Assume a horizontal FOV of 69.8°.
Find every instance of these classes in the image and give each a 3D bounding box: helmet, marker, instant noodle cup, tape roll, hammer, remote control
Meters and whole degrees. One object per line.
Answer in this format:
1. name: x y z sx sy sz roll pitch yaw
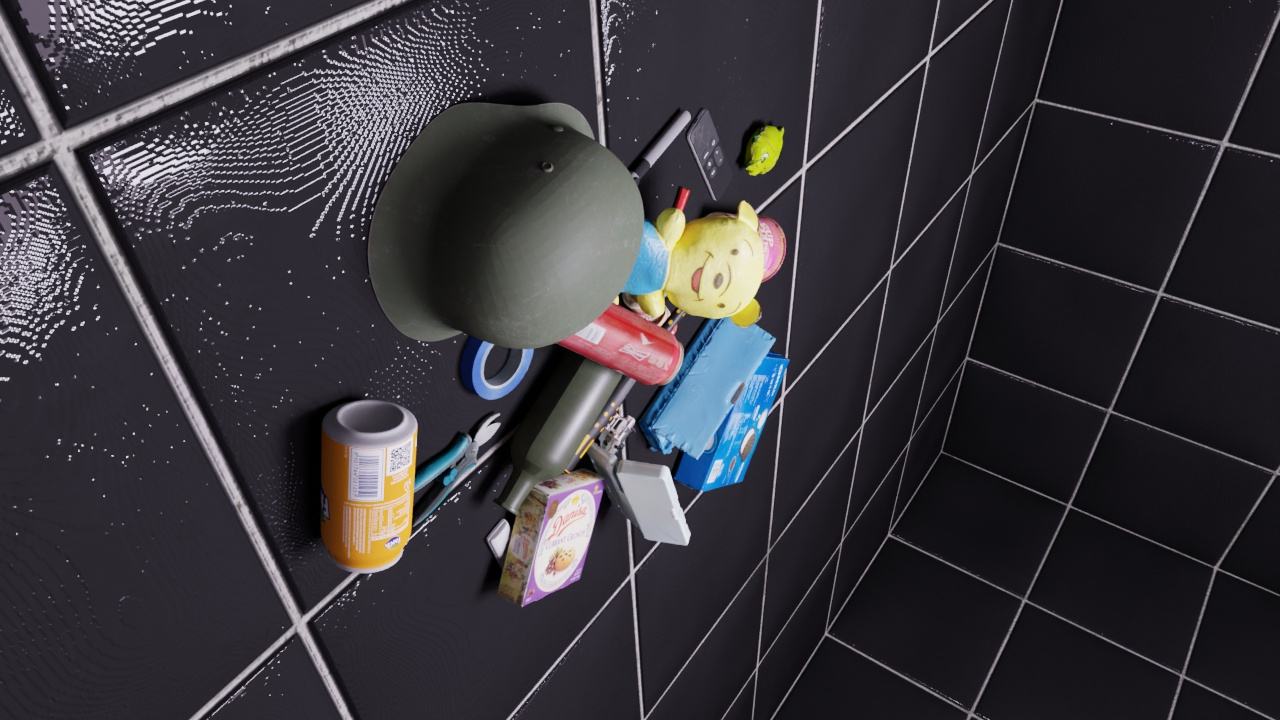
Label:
1. helmet: -0.088 -0.110 0.824 0.267 0.154 0.227 -49 149 -29
2. marker: 0.034 -0.150 1.164 0.012 0.013 0.142 0 112 -61
3. instant noodle cup: 0.130 -0.159 1.250 0.108 0.098 0.098 5 107 -54
4. marker: 0.016 -0.239 1.056 0.140 0.016 0.016 -53 150 -23
5. tape roll: -0.148 -0.004 0.953 0.092 0.016 0.091 -42 145 -38
6. hammer: -0.007 0.007 1.136 0.320 0.036 0.123 -51 149 -7
7. remote control: 0.090 -0.261 1.179 0.045 0.008 0.147 -59 152 -12
8. remote control: -0.160 0.242 1.133 0.033 0.012 0.131 -50 149 -28

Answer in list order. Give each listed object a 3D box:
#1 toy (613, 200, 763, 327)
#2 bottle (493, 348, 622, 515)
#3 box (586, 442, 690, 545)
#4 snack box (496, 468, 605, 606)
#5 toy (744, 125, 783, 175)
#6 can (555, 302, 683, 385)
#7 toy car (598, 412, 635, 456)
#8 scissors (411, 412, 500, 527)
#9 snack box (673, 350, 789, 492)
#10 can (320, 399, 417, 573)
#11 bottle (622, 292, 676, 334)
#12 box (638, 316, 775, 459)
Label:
1. toy: 0.043 -0.116 1.043 0.213 0.084 0.149 3 127 -16
2. bottle: -0.099 0.079 1.047 0.206 0.071 0.071 -59 152 -13
3. box: -0.006 0.179 1.220 0.049 0.136 0.197 -54 151 -26
4. snack box: -0.110 0.219 1.154 0.143 0.041 0.148 -4 111 -64
5. toy: 0.173 -0.292 1.275 0.094 0.036 0.093 -61 159 -11
6. can: -0.034 -0.028 1.002 0.170 0.067 0.067 25 89 -30
7. toy car: -0.036 0.102 1.205 0.039 0.039 0.113 -53 177 -24
8. scissors: -0.199 0.113 0.956 0.127 0.019 0.153 17 95 -65
9. snack box: 0.156 0.093 1.523 0.195 0.056 0.239 4 108 -64
10. can: -0.241 0.110 0.811 0.078 0.079 0.143 -26 133 -51
11. bottle: 0.012 -0.063 1.163 0.044 0.044 0.109 -60 152 -11
12. box: 0.104 0.038 1.342 0.231 0.102 0.094 -55 150 -20
